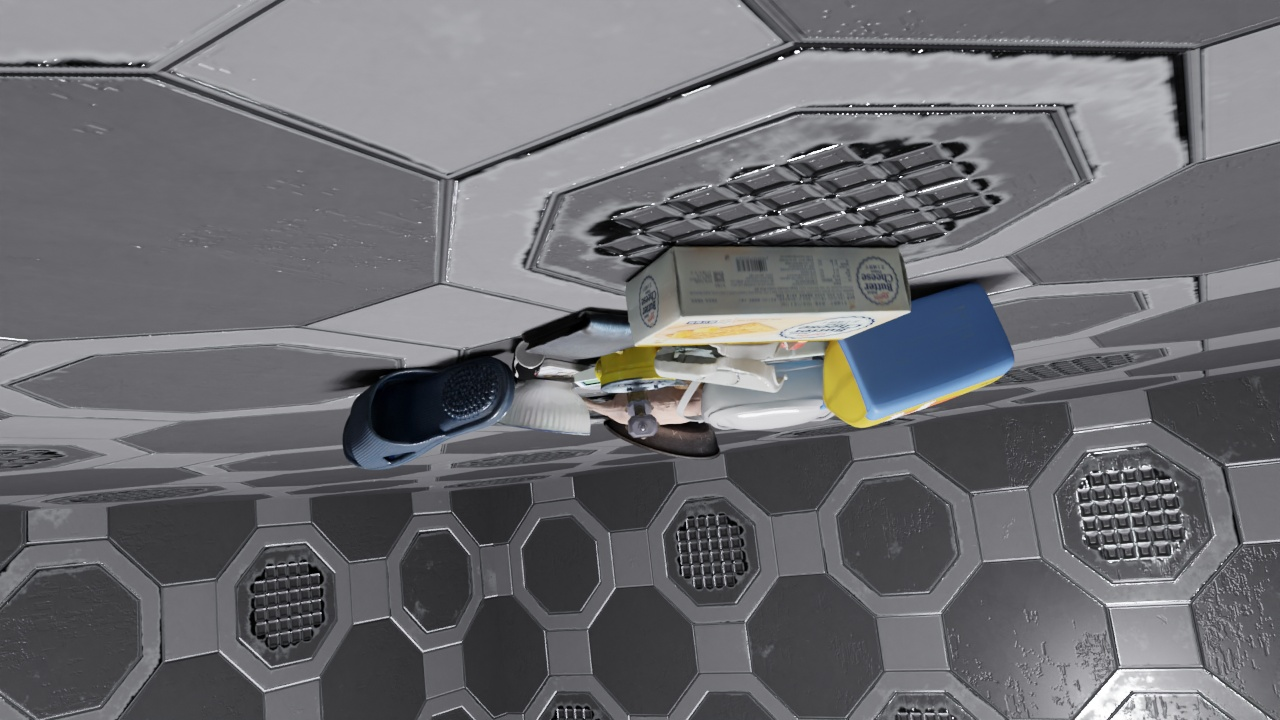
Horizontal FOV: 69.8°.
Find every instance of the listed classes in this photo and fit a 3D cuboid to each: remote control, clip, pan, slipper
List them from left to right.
[{"bbox_3d":[-0.260,0.051,1.024,0.264,0.101,0.082,-19,158,30],"label":"slipper"},{"bbox_3d":[-0.095,0.014,1.130,0.050,0.011,0.135,-12,169,27],"label":"remote control"},{"bbox_3d":[-0.046,0.095,1.415,0.356,0.055,0.187,13,-169,-10],"label":"pan"},{"bbox_3d":[-0.007,0.007,1.105,0.143,0.024,0.049,-9,170,5],"label":"remote control"},{"bbox_3d":[0.067,0.003,0.858,0.126,0.097,0.152,6,-162,26],"label":"clip"}]

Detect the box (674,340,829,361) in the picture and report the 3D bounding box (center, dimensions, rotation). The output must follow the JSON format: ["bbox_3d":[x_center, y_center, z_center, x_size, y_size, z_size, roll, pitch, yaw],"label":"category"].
[{"bbox_3d":[0.135,-0.017,1.005,0.198,0.066,0.083,-6,155,-20],"label":"box"}]

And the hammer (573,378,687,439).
[{"bbox_3d":[-0.008,0.047,1.065,0.147,0.028,0.316,-5,-173,-1],"label":"hammer"}]

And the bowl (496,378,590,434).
[{"bbox_3d":[-0.118,0.056,1.153,0.118,0.062,0.118,7,177,0],"label":"bowl"}]

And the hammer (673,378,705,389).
[{"bbox_3d":[0.193,0.031,1.304,0.321,0.040,0.129,2,-172,-23],"label":"hammer"}]

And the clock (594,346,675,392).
[{"bbox_3d":[-0.007,0.007,1.012,0.083,0.057,0.119,-5,170,-11],"label":"clock"}]

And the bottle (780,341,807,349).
[{"bbox_3d":[0.164,-0.041,0.891,0.044,0.044,0.109,-4,169,-15],"label":"bottle"}]

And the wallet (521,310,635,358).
[{"bbox_3d":[-0.051,-0.023,0.903,0.089,0.026,0.115,4,165,-41],"label":"wallet"}]

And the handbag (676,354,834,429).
[{"bbox_3d":[0.160,0.052,1.213,0.216,0.095,0.223,-6,165,6],"label":"handbag"}]

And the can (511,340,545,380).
[{"bbox_3d":[-0.119,0.000,0.972,0.031,0.031,0.081,-5,170,-11],"label":"can"}]

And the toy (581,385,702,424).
[{"bbox_3d":[0.042,0.062,1.393,0.196,0.065,0.264,2,180,17],"label":"toy"}]

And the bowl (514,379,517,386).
[{"bbox_3d":[-0.236,0.053,1.179,0.157,0.038,0.157,-6,170,-1],"label":"bowl"}]

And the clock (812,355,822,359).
[{"bbox_3d":[0.274,0.000,1.222,0.095,0.035,0.122,-10,169,18],"label":"clock"}]

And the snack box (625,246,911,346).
[{"bbox_3d":[0.102,-0.051,0.749,0.207,0.057,0.104,-2,169,-22],"label":"snack box"}]

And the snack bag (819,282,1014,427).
[{"bbox_3d":[0.280,0.009,0.983,0.159,0.102,0.205,-19,167,-3],"label":"snack bag"}]
